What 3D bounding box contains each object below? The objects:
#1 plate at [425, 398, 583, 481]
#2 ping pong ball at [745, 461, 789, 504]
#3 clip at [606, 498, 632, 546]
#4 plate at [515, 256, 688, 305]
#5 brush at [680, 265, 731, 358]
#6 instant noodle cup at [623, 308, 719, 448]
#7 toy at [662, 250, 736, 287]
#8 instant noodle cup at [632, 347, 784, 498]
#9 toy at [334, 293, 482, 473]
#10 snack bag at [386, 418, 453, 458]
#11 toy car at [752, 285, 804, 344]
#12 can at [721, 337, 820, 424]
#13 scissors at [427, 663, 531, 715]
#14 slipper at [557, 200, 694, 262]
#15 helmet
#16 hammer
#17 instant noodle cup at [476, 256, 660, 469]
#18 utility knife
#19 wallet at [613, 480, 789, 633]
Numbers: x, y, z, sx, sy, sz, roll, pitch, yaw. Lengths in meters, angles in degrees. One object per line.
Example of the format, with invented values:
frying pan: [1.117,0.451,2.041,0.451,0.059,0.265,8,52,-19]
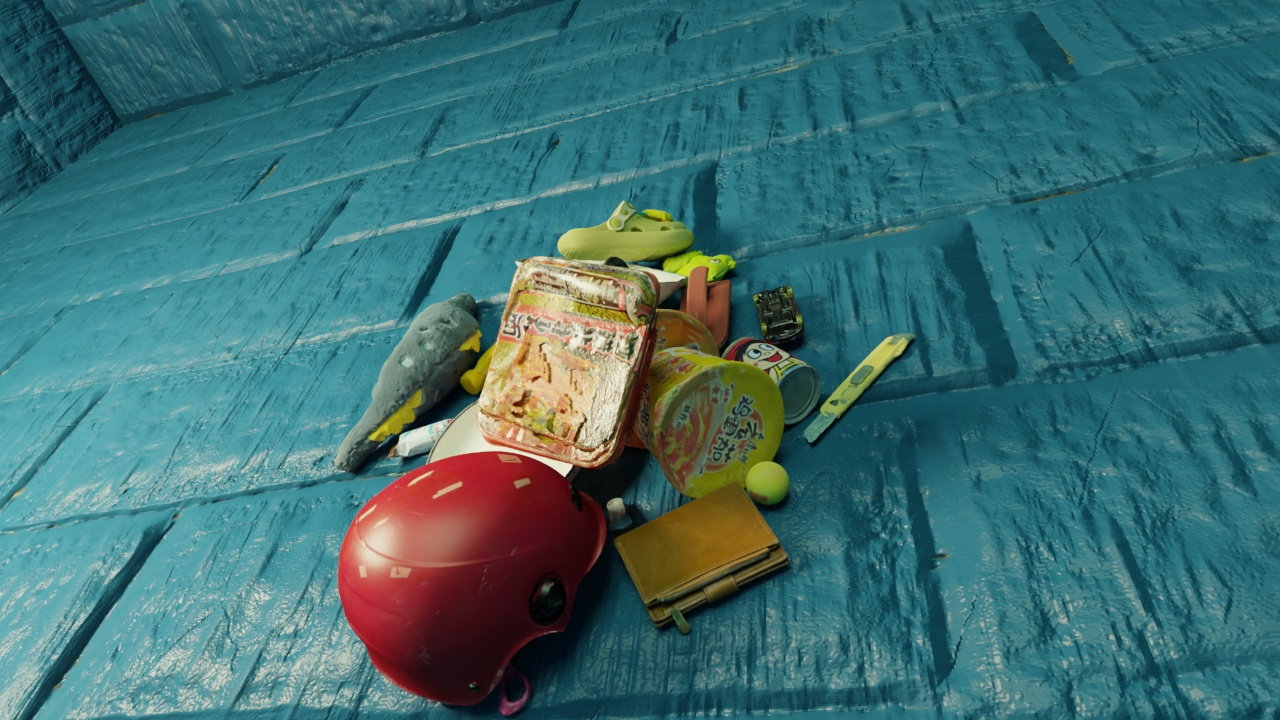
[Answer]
plate: [-0.139,0.106,0.983,0.193,0.039,0.192,-15,43,14]
ping pong ball: [0.119,0.114,0.855,0.040,0.040,0.040,-14,35,9]
clip: [-0.021,0.154,0.893,0.027,0.043,0.058,-21,30,1]
plate: [-0.055,-0.103,1.188,0.161,0.034,0.266,-5,14,-33]
brush: [0.074,-0.051,1.082,0.063,0.069,0.145,-11,35,15]
instant noodle cup: [-0.006,0.006,0.986,0.151,0.151,0.111,-30,27,-14]
toy: [0.073,-0.120,1.212,0.096,0.031,0.100,-23,30,-4]
instant noodle cup: [0.055,0.052,0.900,0.138,0.138,0.110,-30,28,-14]
toy: [-0.274,-0.002,1.187,0.138,0.091,0.355,-32,23,36]
snack bag: [-0.252,0.091,1.090,0.104,0.026,0.048,-17,22,4]
toy car: [0.161,-0.050,1.069,0.049,0.031,0.106,-16,33,8]
can: [0.133,0.019,0.957,0.066,0.066,0.094,-33,36,-18]
scissors: [-0.123,0.260,0.802,0.133,0.017,0.130,-36,35,-28]
slipper: [-0.019,-0.176,1.234,0.190,0.081,0.092,-4,-3,-18]
helmet: [-0.157,0.159,0.798,0.239,0.144,0.207,-42,39,-18]
hammer: [-0.109,-0.049,1.083,0.302,0.033,0.128,-29,20,49]
instant noodle cup: [-0.059,0.004,0.862,0.165,0.079,0.188,13,84,31]
utility knife: [0.226,0.026,0.952,0.031,0.020,0.189,13,51,47]
wallet: [0.053,0.171,0.813,0.130,0.035,0.119,-24,40,-7]
